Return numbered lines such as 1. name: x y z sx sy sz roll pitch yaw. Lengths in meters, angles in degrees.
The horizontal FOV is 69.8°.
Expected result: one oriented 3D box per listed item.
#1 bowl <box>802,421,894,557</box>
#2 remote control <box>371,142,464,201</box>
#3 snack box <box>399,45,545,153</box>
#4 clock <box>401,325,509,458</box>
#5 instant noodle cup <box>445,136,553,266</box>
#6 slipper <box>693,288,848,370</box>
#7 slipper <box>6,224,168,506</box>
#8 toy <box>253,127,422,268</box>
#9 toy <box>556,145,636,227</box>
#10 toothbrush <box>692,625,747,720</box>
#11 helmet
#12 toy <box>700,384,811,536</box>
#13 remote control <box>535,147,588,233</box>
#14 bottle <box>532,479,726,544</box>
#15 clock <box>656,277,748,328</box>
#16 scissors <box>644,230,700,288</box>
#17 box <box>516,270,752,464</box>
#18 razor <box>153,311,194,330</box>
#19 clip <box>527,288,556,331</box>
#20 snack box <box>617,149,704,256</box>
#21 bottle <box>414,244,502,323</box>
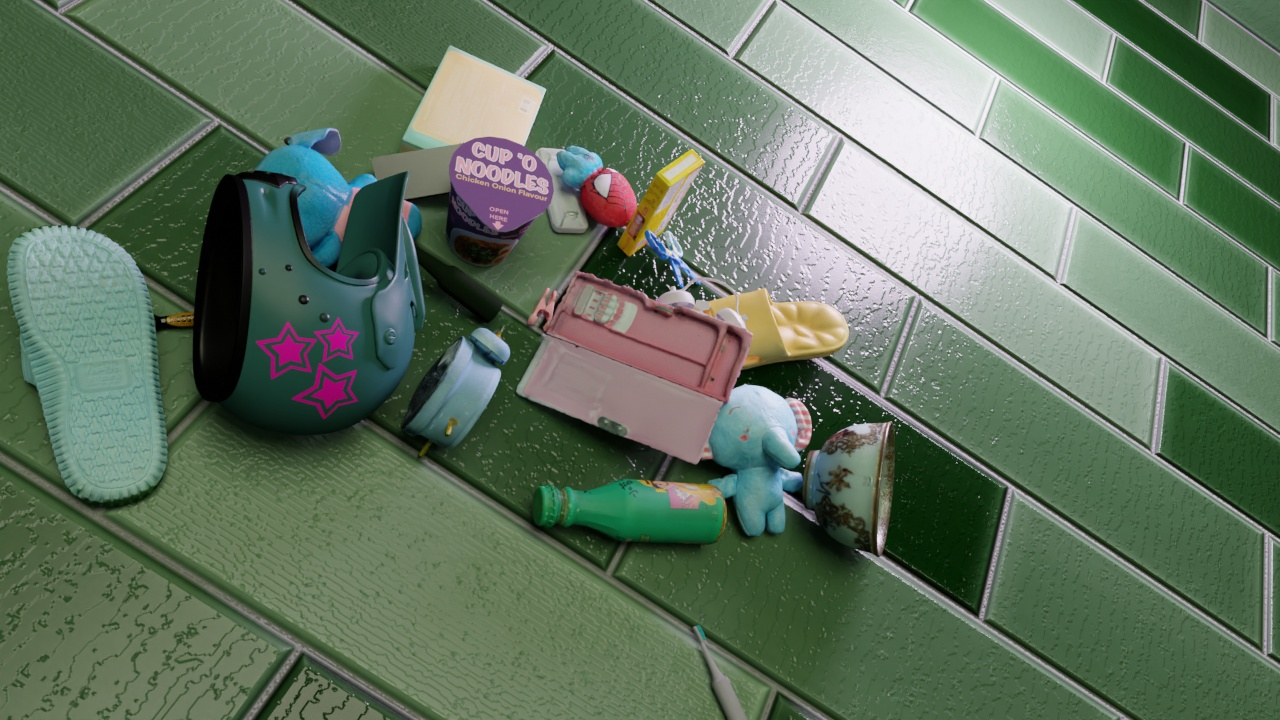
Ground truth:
1. bowl: 0.248 0.149 1.099 0.094 0.160 0.159 4 52 21
2. remote control: -0.257 -0.231 1.125 0.133 0.013 0.058 -12 91 -13
3. snack box: -0.217 -0.315 1.207 0.141 0.044 0.193 21 55 -11
4. clock: -0.193 0.023 0.976 0.060 0.118 0.161 35 59 -16
5. instant noodle cup: -0.180 -0.172 1.091 0.121 0.122 0.136 11 58 -19
6. slipper: 0.163 -0.047 1.201 0.263 0.079 0.099 -3 59 -23
7. slipper: -0.519 0.005 0.871 0.115 0.070 0.276 -12 82 -30
8. toy: -0.347 -0.151 1.029 0.191 0.099 0.223 26 61 -22
9. toy: -0.055 -0.231 1.211 0.133 0.062 0.092 49 25 -6
10. toothbrush: 0.098 0.368 0.964 0.019 0.018 0.188 -16 69 -29
11. helmet: -0.314 -0.063 0.909 0.199 0.177 0.274 6 86 -42
12. toy: 0.140 0.114 1.084 0.183 0.115 0.180 1 72 -30
13. remote control: -0.105 -0.228 1.220 0.050 0.022 0.133 -3 63 -26
14. bottle: -0.012 0.164 1.003 0.209 0.068 0.068 6 59 -21
15. clock: 0.065 -0.027 1.124 0.120 0.061 0.159 22 77 13
16. scissors: 0.042 -0.136 1.208 0.125 0.013 0.126 41 28 -38
17. box: -0.006 0.007 1.070 0.233 0.040 0.179 22 73 13
18. razor: -0.464 -0.043 0.949 0.144 0.021 0.044 -8 83 -27
19. clip: -0.122 -0.062 1.118 0.045 0.023 0.059 0 67 -26
20. snack box: 0.024 -0.201 1.182 0.025 0.153 0.075 45 54 7
21. bottle: -0.216 -0.091 1.061 0.123 0.033 0.032 39 51 -23
